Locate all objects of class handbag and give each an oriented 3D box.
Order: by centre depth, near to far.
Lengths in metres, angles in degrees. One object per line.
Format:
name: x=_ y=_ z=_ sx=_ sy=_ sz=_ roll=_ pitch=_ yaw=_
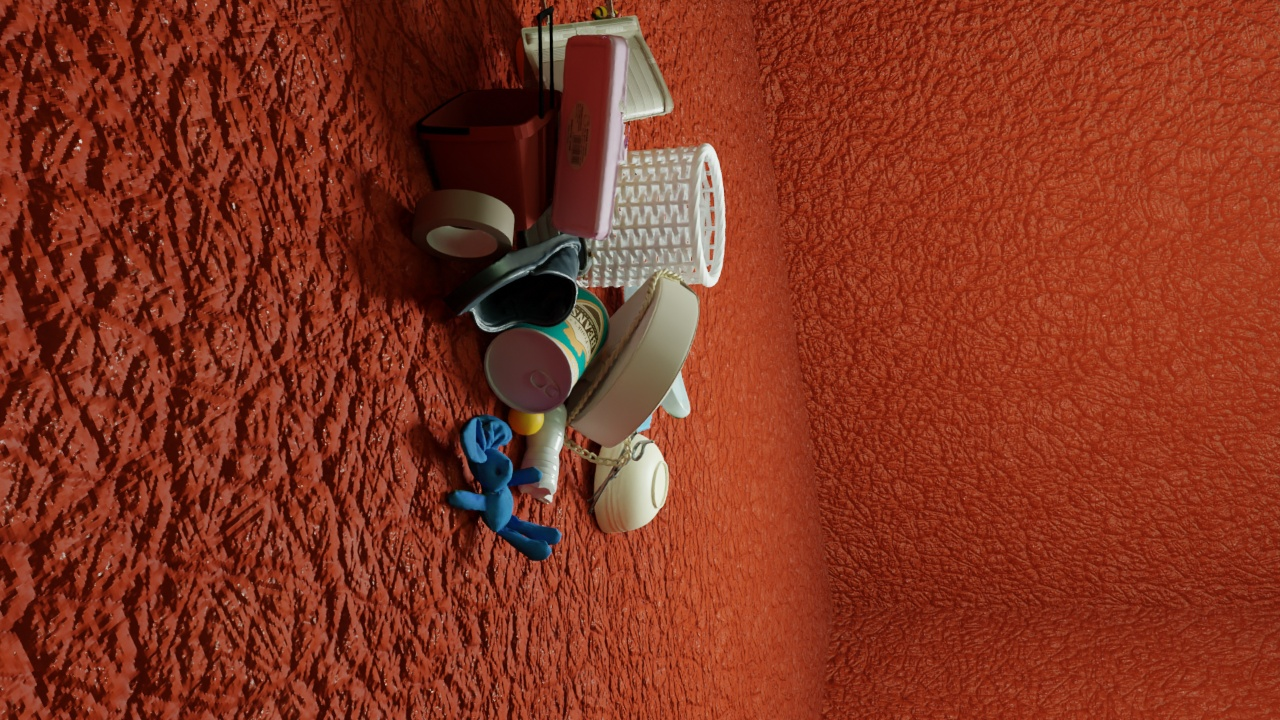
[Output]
handbag: x=-0.063 y=-0.364 z=1.036 sx=0.175 sy=0.062 sz=0.198 roll=-22 pitch=109 yaw=-36
handbag: x=-0.007 y=0.006 z=1.149 sx=0.103 sy=0.211 sz=0.208 roll=32 pitch=48 yaw=-14

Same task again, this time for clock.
clock: x=-0.100 y=-0.140 z=1.143 sx=0.148 sy=0.056 sz=0.103 roll=44 pitch=36 yaw=-58

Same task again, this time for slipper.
slipper: x=-0.113 y=-0.068 z=0.947 sx=0.083 sy=0.109 sz=0.265 roll=57 pitch=16 yaw=-6
slipper: x=0.040 y=-0.034 z=1.389 sx=0.104 sy=0.074 sz=0.245 roll=15 pitch=57 yaw=-71

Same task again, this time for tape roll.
tape roll: x=-0.168 y=-0.126 z=0.869 sx=0.093 sy=0.094 sz=0.030 roll=45 pitch=43 yaw=-63

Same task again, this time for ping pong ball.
ping pong ball: x=-0.128 y=0.064 z=1.028 sx=0.040 sy=0.040 sz=0.040 roll=-4 pitch=90 yaw=-72

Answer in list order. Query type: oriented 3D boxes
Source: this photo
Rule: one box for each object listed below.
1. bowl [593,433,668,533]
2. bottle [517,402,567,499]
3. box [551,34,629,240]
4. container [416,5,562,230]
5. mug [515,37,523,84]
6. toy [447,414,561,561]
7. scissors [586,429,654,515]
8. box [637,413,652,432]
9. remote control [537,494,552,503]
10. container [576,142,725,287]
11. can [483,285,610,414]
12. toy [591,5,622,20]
bowl: x=-0.005 y=0.172 z=1.295 sx=0.150 sy=0.075 sz=0.150 roll=3 pitch=89 yaw=-73
bottle: x=-0.111 y=0.091 z=1.067 sx=0.044 sy=0.044 sz=0.136 roll=59 pitch=31 yaw=-54
box: x=-0.041 y=-0.232 z=0.960 sx=0.101 sy=0.111 sz=0.201 roll=-11 pitch=112 yaw=-49
container: x=-0.143 y=-0.245 z=0.922 sx=0.147 sy=0.127 sz=0.201 roll=-66 pitch=157 yaw=-57
mug: x=-0.095 y=-0.358 z=1.151 sx=0.077 sy=0.096 sz=0.112 roll=-14 pitch=99 yaw=-72
toy: x=-0.141 y=0.124 z=0.934 sx=0.112 sy=0.071 sz=0.176 roll=-64 pitch=135 yaw=-62
scissors: x=-0.028 y=0.144 z=1.177 sx=0.153 sy=0.014 sz=0.131 roll=-67 pitch=-160 yaw=1
box: x=-0.005 y=0.031 z=1.401 sx=0.231 sy=0.060 sz=0.175 roll=-9 pitch=96 yaw=-73
remote control: x=-0.111 y=0.108 z=1.116 sx=0.033 sy=0.012 sz=0.130 roll=52 pitch=38 yaw=-60
container: x=0.007 y=-0.193 z=1.251 sx=0.189 sy=0.187 sz=0.189 roll=1 pitch=89 yaw=-74
can: x=-0.102 y=-0.016 z=1.035 sx=0.143 sy=0.099 sz=0.099 roll=-58 pitch=139 yaw=-62
toy: x=-0.031 y=-0.385 z=1.129 sx=0.084 sy=0.046 sz=0.103 roll=-18 pitch=101 yaw=-49
